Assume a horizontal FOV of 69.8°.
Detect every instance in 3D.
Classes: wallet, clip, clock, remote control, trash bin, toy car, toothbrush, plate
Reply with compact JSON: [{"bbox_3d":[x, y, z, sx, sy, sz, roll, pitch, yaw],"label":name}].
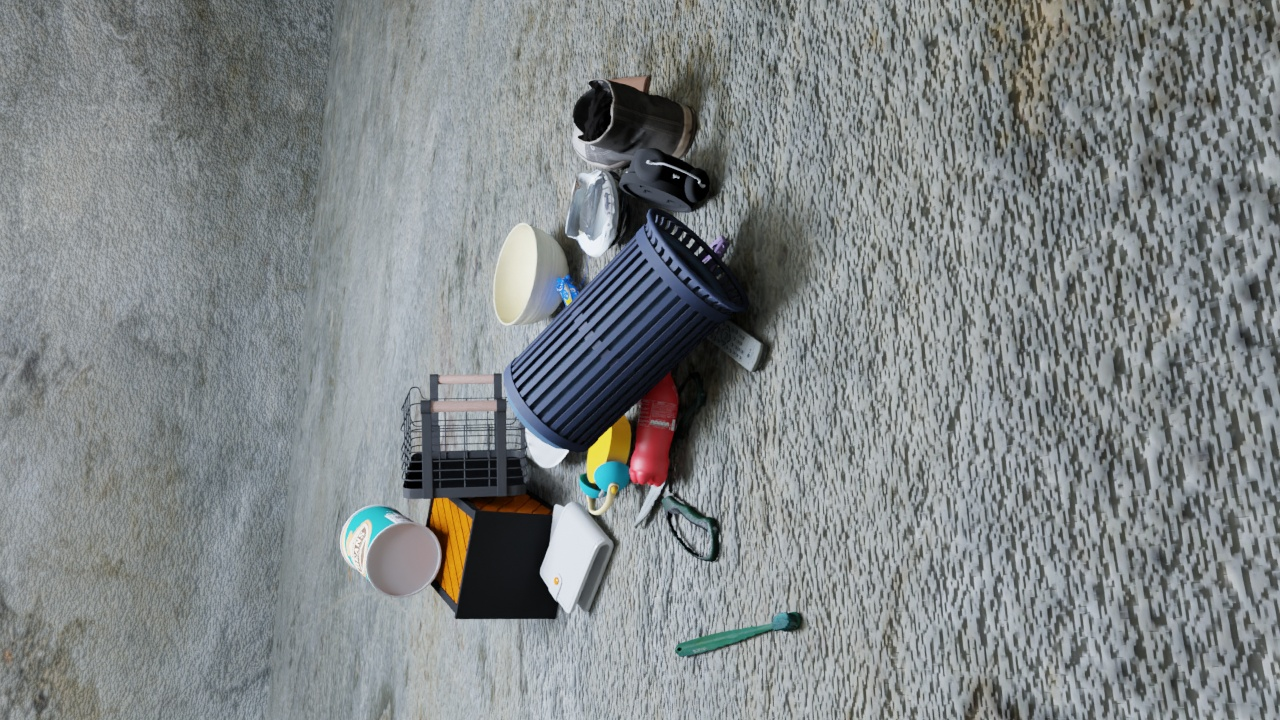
[{"bbox_3d":[-0.030,-0.343,1.253,0.121,0.013,0.087,23,102,57],"label":"wallet"},{"bbox_3d":[0.079,-0.118,1.013,0.050,0.013,0.029,-53,42,35],"label":"clip"},{"bbox_3d":[-0.041,0.123,1.112,0.099,0.043,0.129,144,137,-63],"label":"clock"},{"bbox_3d":[-0.089,0.244,1.164,0.115,0.037,0.118,41,117,47],"label":"wallet"},{"bbox_3d":[0.091,-0.027,0.965,0.136,0.013,0.033,42,118,55],"label":"remote control"},{"bbox_3d":[-0.024,-0.022,0.963,0.250,0.139,0.139,-44,43,20],"label":"trash bin"},{"bbox_3d":[-0.202,0.254,1.256,0.172,0.139,0.140,16,96,59],"label":"trash bin"},{"bbox_3d":[-0.080,-0.098,1.267,0.062,0.033,0.092,-26,71,7],"label":"toy car"},{"bbox_3d":[0.088,0.267,0.888,0.190,0.017,0.016,-37,51,49],"label":"toothbrush"},{"bbox_3d":[-0.103,0.060,1.244,0.174,0.036,0.173,-23,62,55],"label":"plate"},{"bbox_3d":[0.028,-0.206,1.045,0.042,0.091,0.121,-70,17,-3],"label":"clock"}]

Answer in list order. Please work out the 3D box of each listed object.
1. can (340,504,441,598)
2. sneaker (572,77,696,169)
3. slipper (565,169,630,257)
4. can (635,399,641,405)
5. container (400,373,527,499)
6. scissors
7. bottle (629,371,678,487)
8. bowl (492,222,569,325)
[{"bbox_3d":[-0.343,0.257,1.254,0.144,0.099,0.099,3,84,59],"label":"can"},{"bbox_3d":[-0.046,-0.295,1.153,0.235,0.119,0.095,25,104,55],"label":"sneaker"},{"bbox_3d":[-0.048,-0.194,1.201,0.264,0.063,0.111,-143,64,-70],"label":"slipper"},{"bbox_3d":[-0.006,0.006,1.067,0.067,0.067,0.076,35,111,57],"label":"can"},{"bbox_3d":[-0.243,0.099,1.277,0.241,0.162,0.130,-142,52,-78],"label":"container"},{"bbox_3d":[0.046,0.129,0.999,0.205,0.015,0.202,52,125,49],"label":"scissors"},{"bbox_3d":[0.018,0.067,1.009,0.042,0.042,0.141,1,80,59],"label":"bottle"},{"bbox_3d":[-0.151,-0.119,1.336,0.151,0.075,0.150,-23,63,54],"label":"bowl"}]
